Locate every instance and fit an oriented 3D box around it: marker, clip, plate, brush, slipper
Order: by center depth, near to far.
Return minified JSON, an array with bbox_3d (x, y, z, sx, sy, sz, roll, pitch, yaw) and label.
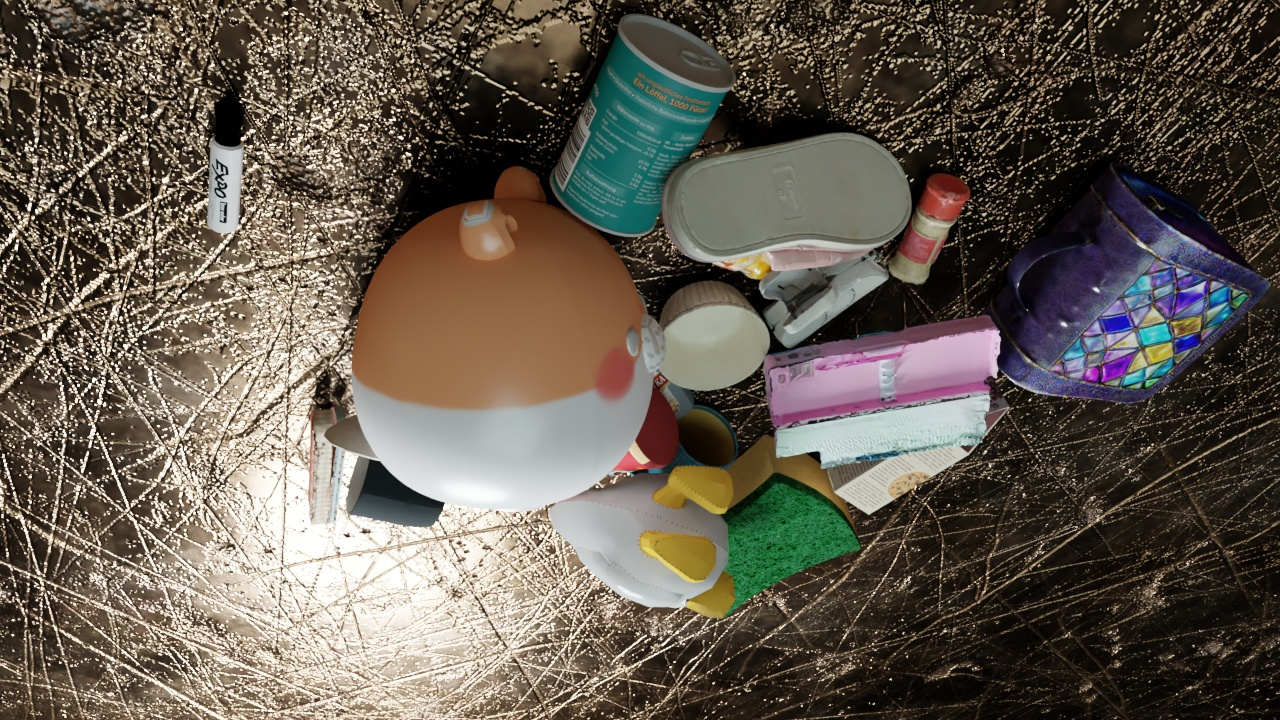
[{"bbox_3d":[-0.347,-0.163,0.768,0.025,0.025,0.126,10,131,-18],"label":"marker"},{"bbox_3d":[0.127,-0.134,0.788,0.273,0.114,0.055,-10,180,-33],"label":"slipper"},{"bbox_3d":[0.173,-0.061,0.884,0.125,0.081,0.147,-40,170,23],"label":"clip"},{"bbox_3d":[-0.221,0.072,0.933,0.188,0.189,0.027,7,96,-15],"label":"plate"},{"bbox_3d":[0.132,0.218,1.171,0.251,0.075,0.195,-34,129,22],"label":"brush"}]

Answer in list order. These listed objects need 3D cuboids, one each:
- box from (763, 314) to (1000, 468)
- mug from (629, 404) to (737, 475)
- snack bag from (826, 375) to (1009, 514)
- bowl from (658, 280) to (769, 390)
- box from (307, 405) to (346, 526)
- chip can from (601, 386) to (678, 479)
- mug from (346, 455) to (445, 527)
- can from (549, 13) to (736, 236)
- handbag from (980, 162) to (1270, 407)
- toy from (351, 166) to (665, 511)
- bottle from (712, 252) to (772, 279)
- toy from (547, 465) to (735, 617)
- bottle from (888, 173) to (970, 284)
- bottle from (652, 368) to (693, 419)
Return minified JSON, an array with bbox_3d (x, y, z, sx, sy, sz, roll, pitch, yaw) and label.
[{"bbox_3d":[0.247,0.043,0.943,0.230,0.035,0.159,-10,125,3],"label":"box"},{"bbox_3d":[0.038,0.112,1.048,0.112,0.084,0.104,8,140,-25],"label":"mug"},{"bbox_3d":[0.311,0.075,1.047,0.070,0.094,0.207,33,121,-33],"label":"snack bag"},{"bbox_3d":[0.068,-0.031,0.931,0.115,0.062,0.115,-4,134,-4],"label":"bowl"},{"bbox_3d":[-0.358,0.122,1.027,0.058,0.053,0.187,34,132,16],"label":"box"},{"bbox_3d":[-0.069,0.094,0.978,0.214,0.086,0.087,-20,136,34],"label":"chip can"},{"bbox_3d":[-0.262,0.127,1.020,0.094,0.085,0.122,18,123,-25],"label":"mug"},{"bbox_3d":[-0.001,-0.188,0.744,0.099,0.099,0.144,15,130,-21],"label":"can"},{"bbox_3d":[0.459,-0.070,0.909,0.221,0.125,0.205,12,131,-22],"label":"handbag"},{"bbox_3d":[-0.111,-0.013,0.789,0.266,0.262,0.281,2,114,5],"label":"toy"},{"bbox_3d":[0.082,-0.116,0.850,0.108,0.063,0.063,17,129,-22],"label":"bottle"},{"bbox_3d":[0.017,0.204,1.006,0.246,0.140,0.268,21,152,-4],"label":"toy"},{"bbox_3d":[0.277,-0.125,0.886,0.044,0.044,0.109,3,134,-12],"label":"bottle"},{"bbox_3d":[-0.006,0.006,0.967,0.072,0.046,0.161,-22,133,13],"label":"bottle"}]
